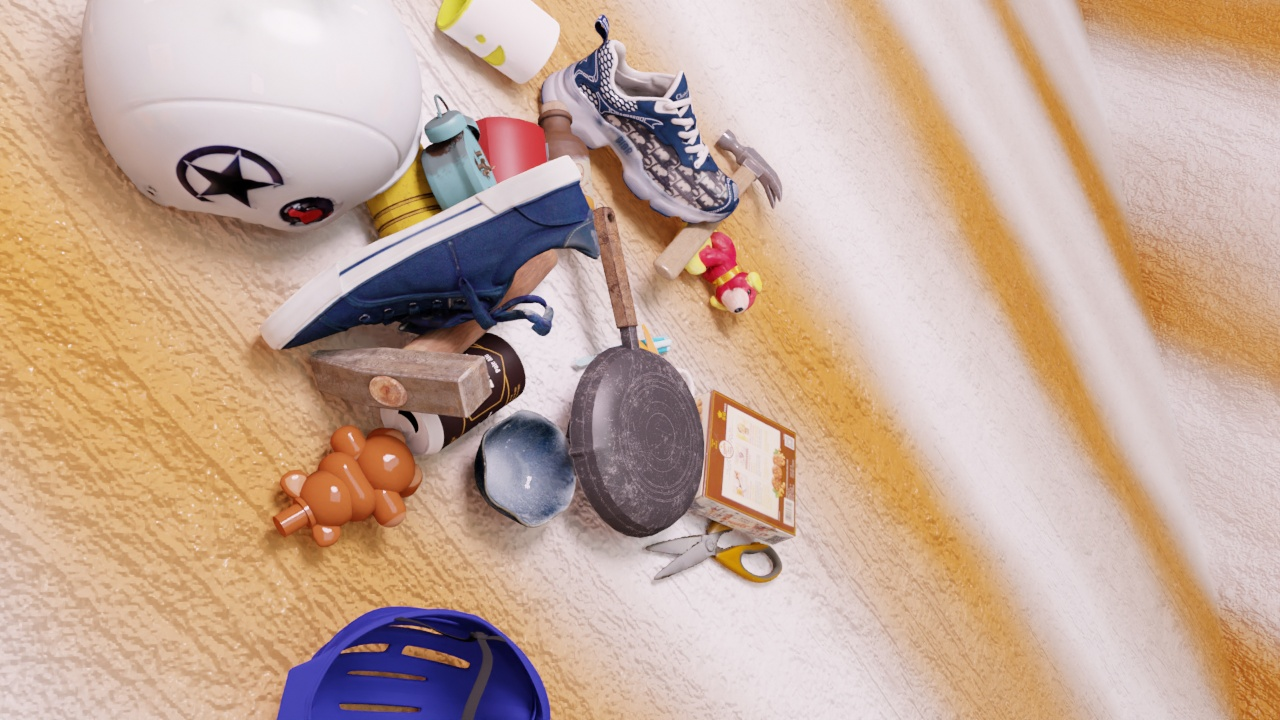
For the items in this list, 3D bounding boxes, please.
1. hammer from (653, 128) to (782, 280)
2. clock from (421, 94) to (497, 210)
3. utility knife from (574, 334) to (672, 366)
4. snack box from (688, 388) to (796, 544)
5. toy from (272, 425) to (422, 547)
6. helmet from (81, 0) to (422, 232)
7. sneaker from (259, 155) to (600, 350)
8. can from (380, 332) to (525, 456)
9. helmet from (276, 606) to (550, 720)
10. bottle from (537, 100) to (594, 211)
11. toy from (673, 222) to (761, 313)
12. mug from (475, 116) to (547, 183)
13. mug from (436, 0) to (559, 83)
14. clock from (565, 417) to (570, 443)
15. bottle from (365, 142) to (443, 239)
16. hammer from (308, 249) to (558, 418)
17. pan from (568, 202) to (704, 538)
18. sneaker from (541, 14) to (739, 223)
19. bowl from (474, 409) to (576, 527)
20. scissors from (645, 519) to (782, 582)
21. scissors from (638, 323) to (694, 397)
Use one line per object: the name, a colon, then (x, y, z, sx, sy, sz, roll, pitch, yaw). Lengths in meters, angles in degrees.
hammer: (0.096, -0.192, 1.157, 0.119, 0.031, 0.330, 40, 42, -2)
clock: (-0.167, -0.183, 0.844, 0.090, 0.053, 0.124, -67, 136, -84)
utility knife: (-0.018, -0.012, 1.040, 0.158, 0.015, 0.022, -10, 83, -47)
snack box: (0.121, 0.127, 1.089, 0.147, 0.041, 0.142, 27, 52, -28)
toy: (-0.243, 0.107, 0.761, 0.127, 0.065, 0.095, -32, 91, -37)
helmet: (-0.290, -0.238, 0.723, 0.263, 0.164, 0.236, 2, 75, -26)
sneaker: (-0.165, -0.056, 0.768, 0.294, 0.121, 0.127, -25, 99, -5)
can: (-0.168, 0.029, 0.841, 0.128, 0.072, 0.072, -37, 102, -44)
helmet: (-0.138, 0.263, 0.677, 0.241, 0.228, 0.147, 21, 72, -36)
bottle: (-0.088, -0.208, 1.004, 0.067, 0.068, 0.156, 7, 71, -43)
toy: (0.097, -0.122, 1.167, 0.137, 0.067, 0.105, 51, 44, -2)
mug: (-0.151, -0.187, 0.930, 0.116, 0.081, 0.096, 2, 74, -36)
mug: (-0.152, -0.362, 0.987, 0.106, 0.083, 0.082, 28, 58, -35)
clock: (-0.041, 0.087, 0.962, 0.122, 0.044, 0.091, -44, 112, -46)
bottle: (-0.221, -0.151, 0.858, 0.070, 0.071, 0.164, -24, 93, -46)
hammer: (-0.159, -0.044, 0.859, 0.299, 0.158, 0.037, -53, 142, -55)
pan: (-0.005, 0.005, 0.960, 0.207, 0.040, 0.357, -6, 87, -52)
sneaker: (0.025, -0.272, 1.058, 0.269, 0.133, 0.103, 36, 44, -15)
bowl: (-0.118, 0.106, 0.875, 0.110, 0.055, 0.110, 18, 64, -40)
scissors: (0.088, 0.200, 1.068, 0.225, 0.016, 0.166, 13, 66, -40)
scissors: (0.029, 0.006, 1.068, 0.083, 0.012, 0.133, -38, 114, -46)
